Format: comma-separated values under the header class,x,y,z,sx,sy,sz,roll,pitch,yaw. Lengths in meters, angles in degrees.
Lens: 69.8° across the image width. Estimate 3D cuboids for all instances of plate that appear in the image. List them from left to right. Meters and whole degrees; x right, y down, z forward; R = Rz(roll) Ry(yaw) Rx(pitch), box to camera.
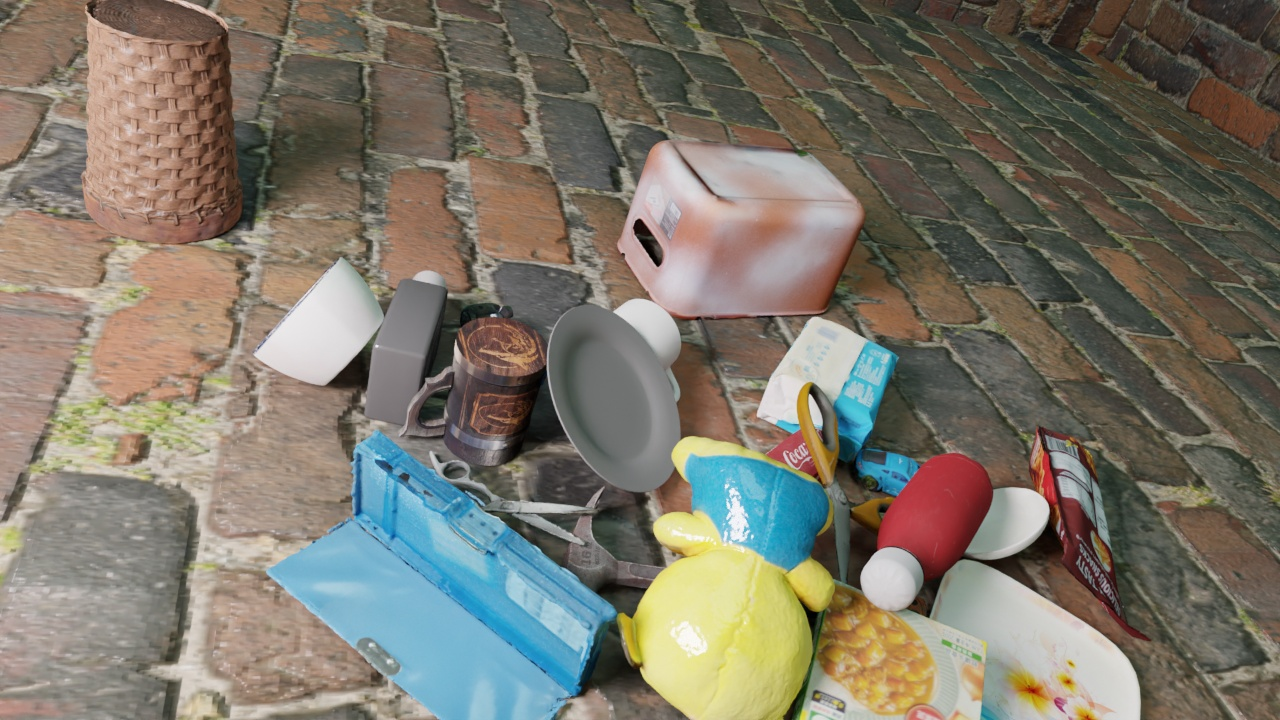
class,x,y,z,sx,sy,sz,roll,pitch,yaw
plate,-0.024,0.034,0.829,0.178,0.012,0.178,32,45,-40
plate,0.341,0.162,0.879,0.104,0.026,0.104,-25,15,7
plate,0.325,0.266,0.770,0.187,0.016,0.186,31,39,11

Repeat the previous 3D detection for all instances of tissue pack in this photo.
class,x,y,z,sx,sy,sz,roll,pitch,yaw
tissue pack,0.210,0.023,1.005,0.117,0.066,0.208,26,35,11

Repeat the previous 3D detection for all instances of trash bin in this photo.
class,x,y,z,sx,sy,sz,roll,pitch,yaw
trash bin,-0.481,-0.245,0.921,0.151,0.211,0.151,12,35,-9
trash bin,0.129,-0.167,1.142,0.259,0.158,0.181,-2,41,-28

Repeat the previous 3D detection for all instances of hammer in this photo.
class,x,y,z,sx,sy,sz,roll,pitch,yaw
hammer,0.089,0.183,0.767,0.314,0.035,0.137,11,36,-12

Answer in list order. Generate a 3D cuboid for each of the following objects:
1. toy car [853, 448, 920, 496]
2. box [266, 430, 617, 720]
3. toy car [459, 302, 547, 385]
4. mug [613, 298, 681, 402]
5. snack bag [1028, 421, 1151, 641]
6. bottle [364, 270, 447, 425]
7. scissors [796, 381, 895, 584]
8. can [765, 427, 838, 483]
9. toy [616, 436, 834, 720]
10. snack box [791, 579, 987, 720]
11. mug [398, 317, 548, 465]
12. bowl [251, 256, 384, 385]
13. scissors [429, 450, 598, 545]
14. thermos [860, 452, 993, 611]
class,x,y,z,sx,sy,sz,roll,pitch,yaw
toy car,0.270,0.119,0.934,0.105,0.032,0.048,24,35,4
box,-0.144,0.162,0.641,0.231,0.094,0.111,33,40,18
toy car,-0.139,-0.012,0.910,0.056,0.044,0.120,-12,48,-36
mug,-0.006,0.005,0.933,0.114,0.081,0.087,54,45,-5
snack bag,0.436,0.161,0.902,0.139,0.067,0.207,49,26,-21
bottle,-0.214,-0.026,0.863,0.046,0.084,0.173,12,35,-9
scissors,0.184,0.111,0.841,0.225,0.016,0.228,13,50,-41
can,0.149,0.102,0.882,0.054,0.054,0.096,37,39,23
toy,0.069,0.163,0.678,0.149,0.084,0.213,21,61,2
snack box,0.185,0.260,0.684,0.132,0.027,0.167,22,49,5
mug,-0.146,0.028,0.799,0.115,0.107,0.080,1,40,-24
bowl,-0.281,-0.030,0.819,0.065,0.117,0.116,43,31,-18
scissors,-0.114,0.112,0.759,0.141,0.014,0.147,-12,40,-13
thermos,0.246,0.148,0.794,0.073,0.073,0.239,34,29,20
